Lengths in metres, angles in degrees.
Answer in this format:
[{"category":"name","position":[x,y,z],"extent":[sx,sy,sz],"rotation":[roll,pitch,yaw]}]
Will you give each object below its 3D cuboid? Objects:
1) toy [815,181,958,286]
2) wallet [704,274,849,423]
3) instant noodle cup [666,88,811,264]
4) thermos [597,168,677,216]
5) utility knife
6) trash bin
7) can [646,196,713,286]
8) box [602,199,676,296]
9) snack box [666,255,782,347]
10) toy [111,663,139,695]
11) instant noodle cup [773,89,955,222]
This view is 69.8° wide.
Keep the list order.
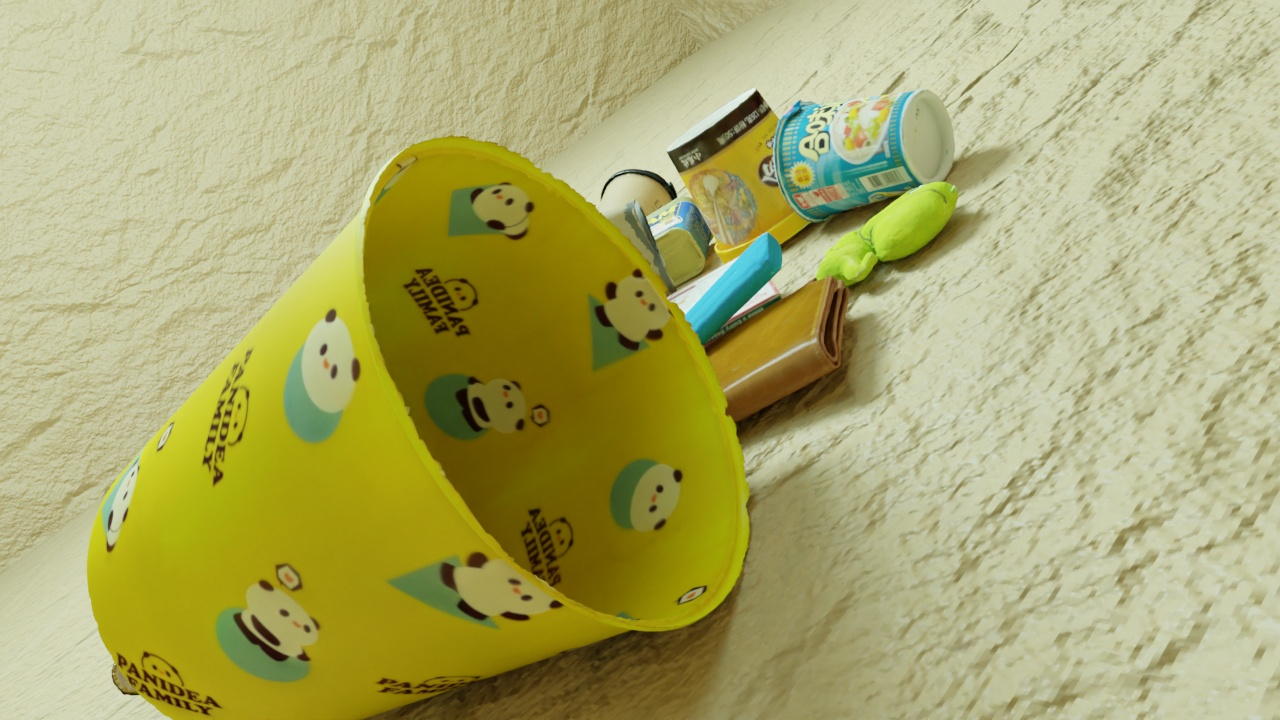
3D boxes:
[{"category":"toy","position":[0.165,-0.083,0.607],"extent":[0.100,0.031,0.096],"rotation":[-27,18,37]},{"category":"wallet","position":[0.065,-0.001,0.559],"extent":[0.131,0.035,0.118],"rotation":[-32,12,30]},{"category":"instant noodle cup","position":[0.092,-0.162,0.800],"extent":[0.118,0.114,0.118],"rotation":[-33,14,9]},{"category":"thermos","position":[-0.016,-0.147,1.023],"extent":[0.093,0.093,0.142],"rotation":[-21,29,36]},{"category":"utility knife","position":[0.014,0.002,0.606],"extent":[0.218,0.018,0.034],"rotation":[-46,27,17]},{"category":"trash bin","position":[-0.116,0.060,0.450],"extent":[0.256,0.229,0.229],"rotation":[-32,17,28]},{"category":"can","position":[0.018,-0.104,0.889],"extent":[0.102,0.057,0.083],"rotation":[-28,21,22]},{"category":"box","position":[-0.023,-0.073,0.760],"extent":[0.061,0.090,0.184],"rotation":[-23,-1,-7]},{"category":"snack box","position":[0.025,-0.018,0.658],"extent":[0.156,0.027,0.077],"rotation":[-29,30,7]},{"category":"toy","position":[-0.288,0.153,0.715],"extent":[0.227,0.090,0.246],"rotation":[-16,27,22]},{"category":"instant noodle cup","position":[0.175,-0.162,0.707],"extent":[0.110,0.099,0.099],"rotation":[1,38,48]}]
